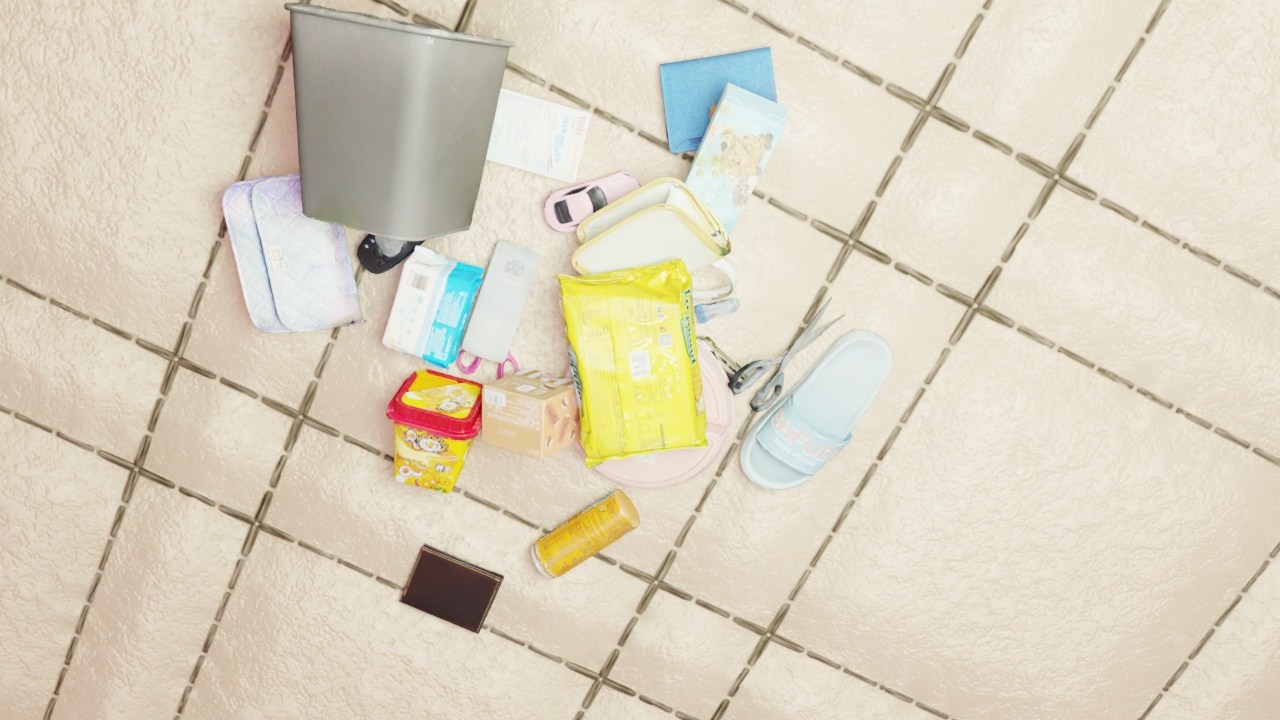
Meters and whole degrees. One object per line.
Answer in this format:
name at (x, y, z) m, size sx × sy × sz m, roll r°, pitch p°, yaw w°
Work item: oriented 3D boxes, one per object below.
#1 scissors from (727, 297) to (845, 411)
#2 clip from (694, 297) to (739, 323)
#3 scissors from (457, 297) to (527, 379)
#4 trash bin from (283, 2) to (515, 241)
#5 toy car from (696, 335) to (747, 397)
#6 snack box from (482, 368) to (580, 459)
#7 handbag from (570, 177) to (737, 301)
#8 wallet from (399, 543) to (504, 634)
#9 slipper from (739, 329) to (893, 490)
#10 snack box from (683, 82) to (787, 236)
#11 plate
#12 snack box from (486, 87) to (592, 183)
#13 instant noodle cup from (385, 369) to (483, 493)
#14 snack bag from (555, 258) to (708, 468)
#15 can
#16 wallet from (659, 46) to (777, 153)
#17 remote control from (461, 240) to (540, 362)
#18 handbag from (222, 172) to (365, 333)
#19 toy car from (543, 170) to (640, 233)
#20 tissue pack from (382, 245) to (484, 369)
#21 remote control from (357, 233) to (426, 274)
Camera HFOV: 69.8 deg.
scissors at (0.180, -0.003, 1.145) m, size 0.159 × 0.014 × 0.174 m, roll -13°, pitch 132°, yaw -28°
clip at (0.096, -0.063, 1.147) m, size 0.057 × 0.029 × 0.024 m, roll -14°, pitch 104°, yaw 14°
scissors at (-0.190, -0.032, 1.172) m, size 0.105 × 0.017 × 0.136 m, roll 2°, pitch 102°, yaw 3°
trash bin at (-0.267, -0.259, 1.002) m, size 0.199 × 0.198 × 0.220 m, roll 16°, pitch 110°, yaw 16°
toy car at (0.095, 0.008, 1.161) m, size 0.090 × 0.035 × 0.042 m, roll 42°, pitch 103°, yaw -7°
snack box at (-0.131, 0.065, 1.139) m, size 0.093 × 0.094 × 0.077 m, roll 13°, pitch 109°, yaw 28°
handbag at (0.028, -0.124, 1.091) m, size 0.164 × 0.063 × 0.178 m, roll -23°, pitch 134°, yaw 36°
wallet at (-0.263, 0.319, 1.278) m, size 0.122 × 0.020 × 0.096 m, roll 23°, pitch 101°, yaw -3°
slipper at (0.227, 0.070, 1.153) m, size 0.104 × 0.074 × 0.246 m, roll 35°, pitch 104°, yaw -9°
snack box at (0.098, -0.221, 1.047) m, size 0.074 × 0.051 × 0.175 m, roll 21°, pitch 133°, yaw -5°
plate at (0.004, 0.062, 1.165) m, size 0.230 × 0.028 × 0.230 m, roll 4°, pitch 110°, yaw 11°
snack box at (-0.143, -0.273, 1.090) m, size 0.157 × 0.026 × 0.085 m, roll 15°, pitch 106°, yaw -2°
instant noodle cup at (-0.260, 0.093, 1.168) m, size 0.116 × 0.115 × 0.124 m, roll 15°, pitch 118°, yaw -1°
snack bag at (-0.006, 0.006, 1.080) m, size 0.158 × 0.068 × 0.247 m, roll -7°, pitch 109°, yaw 4°
can at (-0.073, 0.232, 1.222) m, size 0.146 × 0.058 × 0.058 m, roll -34°, pitch 102°, yaw 12°
wallet at (0.092, -0.301, 1.068) m, size 0.133 × 0.040 × 0.106 m, roll -7°, pitch 102°, yaw 6°
remote control at (-0.174, -0.074, 1.147) m, size 0.058 × 0.021 × 0.150 m, roll 21°, pitch 98°, yaw -3°
handbag at (-0.422, -0.129, 1.121) m, size 0.134 × 0.075 × 0.194 m, roll -7°, pitch 107°, yaw 4°
toy car at (-0.057, -0.191, 1.107) m, size 0.122 × 0.037 × 0.056 m, roll -16°, pitch 107°, yaw 6°
tissue pack at (-0.257, -0.064, 1.139) m, size 0.090 × 0.063 × 0.140 m, roll 20°, pitch 106°, yaw -2°
remote control at (-0.291, -0.160, 1.132) m, size 0.136 × 0.024 × 0.053 m, roll -38°, pitch 99°, yaw 12°
